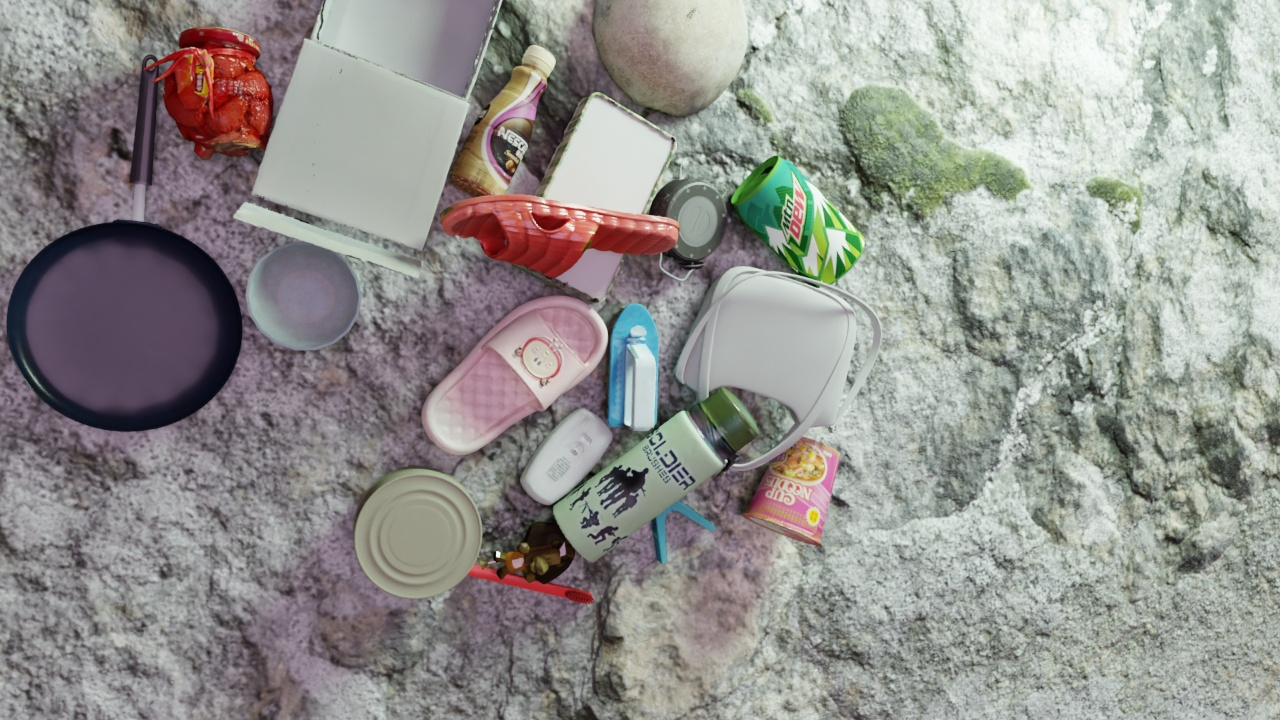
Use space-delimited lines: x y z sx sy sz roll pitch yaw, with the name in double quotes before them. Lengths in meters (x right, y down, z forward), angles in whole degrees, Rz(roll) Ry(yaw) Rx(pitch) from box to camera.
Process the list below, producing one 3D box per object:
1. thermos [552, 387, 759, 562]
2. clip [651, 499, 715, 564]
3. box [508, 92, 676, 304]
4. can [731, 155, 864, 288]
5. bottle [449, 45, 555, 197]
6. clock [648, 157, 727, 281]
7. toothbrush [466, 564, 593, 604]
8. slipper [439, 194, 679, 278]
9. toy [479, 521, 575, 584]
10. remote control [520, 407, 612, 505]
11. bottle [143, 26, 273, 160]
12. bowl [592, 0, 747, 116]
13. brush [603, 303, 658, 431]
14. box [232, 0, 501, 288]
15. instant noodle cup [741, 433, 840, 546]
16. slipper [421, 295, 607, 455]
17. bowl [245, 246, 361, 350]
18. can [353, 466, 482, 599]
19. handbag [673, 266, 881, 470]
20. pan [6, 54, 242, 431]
"thermos" 0.021 0.122 0.985 0.231 0.082 0.082 -37 104 4
"clip" 0.018 0.169 1.047 0.102 0.027 0.119 -31 102 -16
"box" -0.052 -0.172 0.990 0.117 0.051 0.205 25 87 -21
"can" 0.179 -0.157 1.045 0.144 0.083 0.083 42 81 -16
"bottle" -0.137 -0.247 0.951 0.059 0.060 0.166 27 84 -17
"clock" 0.048 -0.151 1.017 0.091 0.044 0.122 26 87 -37
"toothbrush" -0.149 0.238 1.001 0.212 0.018 0.012 18 88 -18
"slipper" -0.076 -0.115 0.906 0.248 0.104 0.059 2 80 -27
"toy" -0.122 0.211 0.988 0.100 0.062 0.076 -13 116 -11
"remote control" -0.082 0.106 1.008 0.060 0.028 0.114 42 81 -16
"bottle" -0.395 -0.246 0.852 0.099 0.099 0.111 -1 89 -18
"bowl" 0.044 -0.364 0.992 0.178 0.081 0.178 -1 92 -19
"brush" -0.006 0.006 1.001 0.055 0.075 0.136 0 94 -18
"box" -0.252 -0.261 0.894 0.166 0.099 0.368 18 82 -17
"instant noodle cup" 0.182 0.147 1.065 0.097 0.098 0.108 26 79 -17
"slipper" -0.134 0.014 0.972 0.221 0.056 0.107 -38 102 -11
"bowl" -0.333 -0.064 0.912 0.106 0.039 0.106 -1 94 -18
"can" -0.227 0.174 0.936 0.127 0.073 0.127 1 88 -16
"handbag" 0.148 0.020 1.025 0.216 0.095 0.222 18 88 0
"pan" -0.478 -0.110 0.871 0.198 0.021 0.356 5 93 -18
